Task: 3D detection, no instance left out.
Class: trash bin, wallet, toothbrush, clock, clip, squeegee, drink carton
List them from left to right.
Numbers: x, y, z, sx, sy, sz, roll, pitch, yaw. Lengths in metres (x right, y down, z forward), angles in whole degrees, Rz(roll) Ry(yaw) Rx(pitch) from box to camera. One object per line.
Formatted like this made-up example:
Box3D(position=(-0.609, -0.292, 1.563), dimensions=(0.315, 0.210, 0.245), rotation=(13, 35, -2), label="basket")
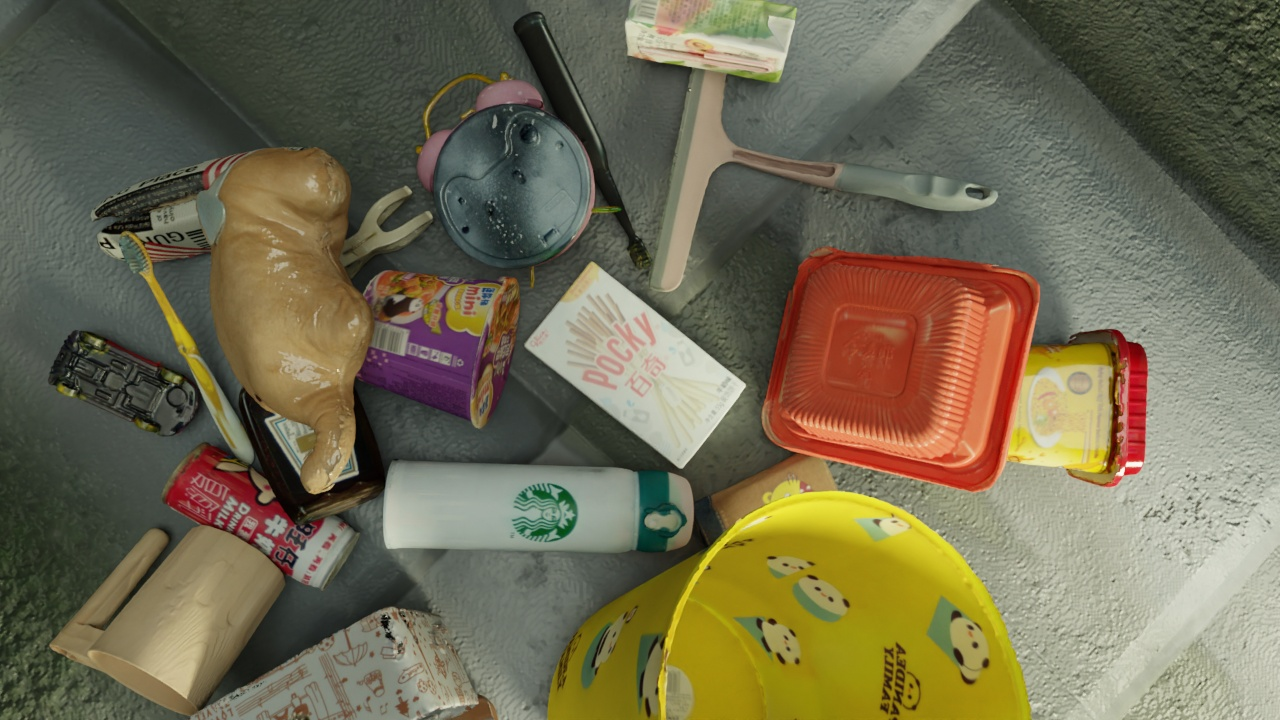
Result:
Box3D(position=(-0.327, -0.004, 0.666), dimensions=(0.016, 0.018, 0.191), rotation=(-20, 111, -2), label="toothbrush")
Box3D(position=(-0.203, -0.092, 0.690), dimensions=(0.097, 0.061, 0.034), rotation=(-40, 93, -15), label="clip")
Box3D(position=(-0.100, -0.141, 0.681), dimensions=(0.117, 0.059, 0.158), rotation=(-39, 90, 11), label="clock")
Box3D(position=(-0.042, -0.167, 0.711), dimensions=(0.026, 0.027, 0.212), rotation=(-25, 92, 22), label="toothbrush")
Box3D(position=(0.051, -0.244, 0.685), dimensions=(0.122, 0.053, 0.045), rotation=(13, 83, 2), label="drink carton")
Box3D(position=(0.066, 0.223, 0.581), dimensions=(0.229, 0.256, 0.229), rotation=(9, 67, -21), label="trash bin")
Box3D(position=(0.106, 0.130, 0.723), dimensions=(0.115, 0.033, 0.090), rotation=(-25, 91, -8), label="wallet")
Box3D(position=(0.150, -0.147, 0.716), dimensions=(0.249, 0.040, 0.247), rotation=(11, 81, 2), label="squeegee")

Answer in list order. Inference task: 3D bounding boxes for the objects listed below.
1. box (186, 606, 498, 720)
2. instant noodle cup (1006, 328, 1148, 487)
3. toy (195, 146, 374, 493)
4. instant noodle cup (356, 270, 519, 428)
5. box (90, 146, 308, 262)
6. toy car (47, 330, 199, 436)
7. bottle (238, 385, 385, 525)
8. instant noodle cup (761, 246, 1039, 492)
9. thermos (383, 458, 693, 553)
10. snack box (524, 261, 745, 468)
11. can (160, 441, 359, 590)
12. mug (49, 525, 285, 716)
Box3D(position=(-0.191, 0.302, 0.633), dimensions=(0.183, 0.156, 0.192), rotation=(-29, 70, -3), label="box")
Box3D(position=(0.302, 0.033, 0.703), dimensions=(0.124, 0.116, 0.116), rotation=(2, 90, 6), label="instant noodle cup")
Box3D(position=(-0.228, -0.026, 0.603), dimensions=(0.082, 0.144, 0.226), rotation=(-8, 87, -45), label="toy")
Box3D(position=(-0.149, -0.015, 0.669), dimensions=(0.099, 0.111, 0.111), rotation=(13, 89, 5), label="instant noodle cup")
Box3D(position=(-0.318, -0.127, 0.671), dimensions=(0.163, 0.075, 0.081), rotation=(-15, 82, -2), label="box")
Box3D(position=(-0.380, 0.018, 0.682), dimensions=(0.106, 0.031, 0.049), rotation=(25, 89, -3), label="toy car")
Box3D(position=(-0.254, 0.019, 0.672), dimensions=(0.079, 0.044, 0.195), rotation=(-19, 79, -33), label="bottle")
Box3D(position=(0.176, -0.002, 0.667), dimensions=(0.189, 0.079, 0.164), rotation=(10, 87, 33), label="instant noodle cup")
Box3D(position=(-0.073, 0.111, 0.686), dimensions=(0.224, 0.073, 0.073), rotation=(2, 90, -5), label="thermos")
Box3D(position=(-0.004, 0.004, 0.715), dimensions=(0.157, 0.027, 0.084), rotation=(38, 87, -4), label="snack box")
Box3D(position=(-0.279, 0.116, 0.679), dimensions=(0.133, 0.053, 0.053), rotation=(31, 88, -4), label="can")
Box3D(position=(-0.331, 0.177, 0.648), dimensions=(0.125, 0.084, 0.103), rotation=(12, 49, 18), label="mug")
